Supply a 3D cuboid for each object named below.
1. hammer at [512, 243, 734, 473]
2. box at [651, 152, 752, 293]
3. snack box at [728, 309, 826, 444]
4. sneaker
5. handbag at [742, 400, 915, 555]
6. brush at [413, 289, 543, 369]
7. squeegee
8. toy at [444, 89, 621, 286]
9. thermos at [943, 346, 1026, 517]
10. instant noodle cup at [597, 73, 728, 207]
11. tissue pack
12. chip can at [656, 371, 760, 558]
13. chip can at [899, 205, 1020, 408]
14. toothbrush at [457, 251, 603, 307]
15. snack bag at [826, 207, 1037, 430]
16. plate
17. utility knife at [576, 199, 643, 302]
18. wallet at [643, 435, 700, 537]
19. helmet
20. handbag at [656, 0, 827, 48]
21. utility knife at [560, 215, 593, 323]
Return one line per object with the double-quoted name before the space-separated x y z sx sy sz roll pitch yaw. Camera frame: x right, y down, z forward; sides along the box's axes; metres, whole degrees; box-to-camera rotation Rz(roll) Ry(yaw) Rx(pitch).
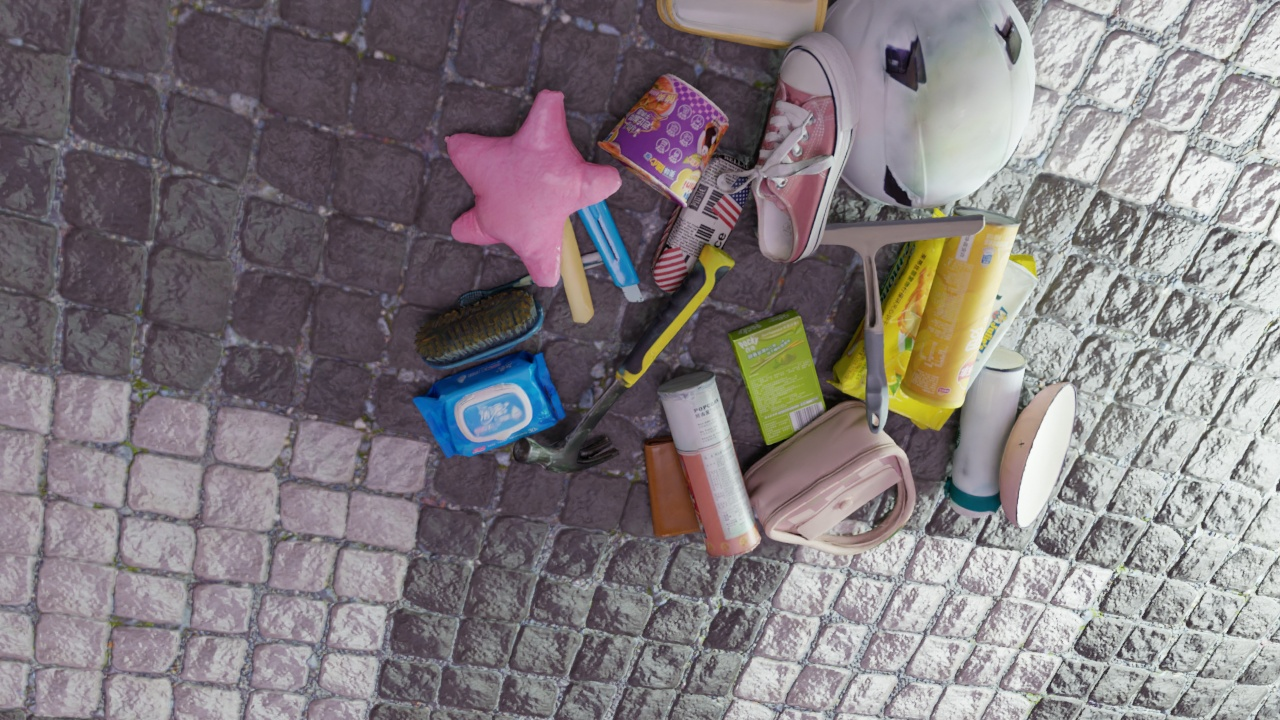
"hammer" -0.006 0.006 1.029 0.126 0.032 0.324 19 116 -47
"box" 0.063 -0.149 1.006 0.074 0.064 0.164 10 117 -43
"snack box" 0.169 0.022 1.109 0.086 0.026 0.156 -21 117 1
"sneaker" 0.149 -0.201 0.919 0.087 0.118 0.241 -25 135 -37
"handbag" 0.260 0.175 1.165 0.193 0.093 0.234 -35 132 13
"brush" -0.173 -0.029 1.010 0.144 0.055 0.073 -21 155 4
"squeegee" 0.259 -0.038 1.022 0.247 0.039 0.247 1 109 29
"toy" -0.120 -0.185 0.932 0.178 0.074 0.195 33 118 -4
"thermos" 0.435 0.096 1.167 0.073 0.073 0.224 -4 116 -8
"instant noodle cup" 0.030 -0.225 0.928 0.111 0.111 0.099 35 98 -22
"tissue pack" -0.172 0.054 1.054 0.157 0.052 0.095 -19 117 0
"chip can" 0.083 0.125 1.090 0.071 0.071 0.215 -17 102 -1
"chip can" 0.345 -0.057 1.002 0.072 0.072 0.214 5 112 -12
"toothbrush" -0.111 -0.091 1.014 0.191 0.018 0.016 -18 117 0
"snack bag" 0.339 -0.042 1.084 0.158 0.068 0.247 21 110 -17
"plate" 0.495 0.116 1.155 0.191 0.039 0.193 -25 124 -44
"utility knife" -0.037 -0.133 0.997 0.034 0.018 0.166 -29 111 -6
"wallet" 0.069 0.153 1.149 0.119 0.035 0.131 -9 110 -9
"helmet" 0.300 -0.264 0.928 0.229 0.145 0.259 -14 117 -2
"handbag" 0.110 -0.399 0.884 0.163 0.063 0.179 5 111 -13
"utility knife" -0.081 -0.112 0.998 0.031 0.018 0.152 -15 100 -1
